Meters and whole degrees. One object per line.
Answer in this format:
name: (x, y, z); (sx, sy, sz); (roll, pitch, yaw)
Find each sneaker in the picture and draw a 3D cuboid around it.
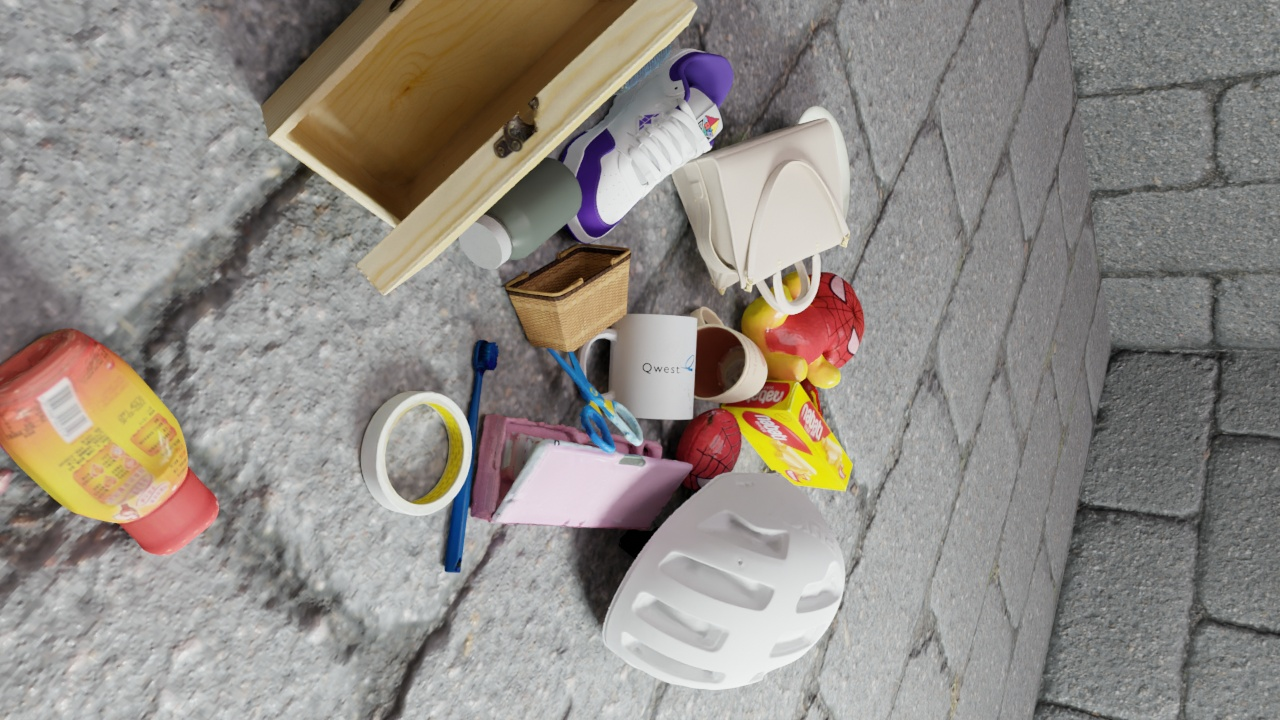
sneaker: (0.015, -0.203, 0.856); (0.092, 0.111, 0.243); (54, 51, -41)

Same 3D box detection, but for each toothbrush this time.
toothbrush: (-0.137, 0.077, 0.745); (0.016, 0.017, 0.190); (16, 79, -53)

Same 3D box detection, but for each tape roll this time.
tape roll: (-0.169, 0.070, 0.699); (0.093, 0.019, 0.094); (-4, 95, -54)

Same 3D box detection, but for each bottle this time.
bottle: (-0.291, 0.050, 0.505); (0.071, 0.049, 0.134); (-54, 133, -37)
bottle: (-0.098, -0.120, 0.750); (0.108, 0.060, 0.060); (-48, 129, -41)

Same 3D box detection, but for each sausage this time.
sausage: (0.231, 0.089, 1.232); (0.040, 0.040, 0.156); (-44, 126, -43)

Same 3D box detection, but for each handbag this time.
handbag: (0.145, -0.145, 1.008); (0.194, 0.101, 0.198); (-26, 106, -31)

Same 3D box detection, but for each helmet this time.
helmet: (0.085, 0.219, 0.920); (0.282, 0.184, 0.224); (16, 103, -43)

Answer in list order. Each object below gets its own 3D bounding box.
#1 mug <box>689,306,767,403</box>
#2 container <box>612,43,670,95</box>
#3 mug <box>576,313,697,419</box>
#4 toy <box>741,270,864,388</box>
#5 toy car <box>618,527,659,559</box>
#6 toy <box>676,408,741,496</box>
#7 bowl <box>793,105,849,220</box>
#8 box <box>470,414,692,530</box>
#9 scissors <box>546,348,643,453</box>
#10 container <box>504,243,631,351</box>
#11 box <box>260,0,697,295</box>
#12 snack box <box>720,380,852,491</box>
mug: (0.088, -0.006, 1.007); (0.104, 0.085, 0.111); (17, 49, -63)
container: (-0.078, -0.293, 0.695); (0.071, 0.145, 0.187); (-51, 131, -35)
mug: (-0.005, 0.005, 0.880); (0.119, 0.083, 0.096); (3, 90, -26)
toy: (0.206, -0.040, 1.141); (0.215, 0.099, 0.147); (-16, 102, -51)
toy car: (0.012, 0.196, 0.938); (0.091, 0.042, 0.036); (14, 103, -53)
toy: (0.076, 0.114, 1.007); (0.092, 0.062, 0.133); (-36, 132, -39)
bowl: (0.203, -0.227, 1.158); (0.176, 0.058, 0.176); (-4, 95, -54)
box: (-0.041, 0.109, 0.826); (0.232, 0.080, 0.099); (19, 76, -53)
scissors: (-0.039, 0.031, 0.821); (0.109, 0.018, 0.131); (26, 31, -51)
container: (-0.059, -0.056, 0.811); (0.113, 0.063, 0.061); (-38, 129, -46)
box: (-0.093, -0.173, 0.590); (0.179, 0.249, 0.141); (55, 12, 20)
snack box: (0.182, 0.093, 1.120); (0.200, 0.092, 0.042); (50, 54, -43)
